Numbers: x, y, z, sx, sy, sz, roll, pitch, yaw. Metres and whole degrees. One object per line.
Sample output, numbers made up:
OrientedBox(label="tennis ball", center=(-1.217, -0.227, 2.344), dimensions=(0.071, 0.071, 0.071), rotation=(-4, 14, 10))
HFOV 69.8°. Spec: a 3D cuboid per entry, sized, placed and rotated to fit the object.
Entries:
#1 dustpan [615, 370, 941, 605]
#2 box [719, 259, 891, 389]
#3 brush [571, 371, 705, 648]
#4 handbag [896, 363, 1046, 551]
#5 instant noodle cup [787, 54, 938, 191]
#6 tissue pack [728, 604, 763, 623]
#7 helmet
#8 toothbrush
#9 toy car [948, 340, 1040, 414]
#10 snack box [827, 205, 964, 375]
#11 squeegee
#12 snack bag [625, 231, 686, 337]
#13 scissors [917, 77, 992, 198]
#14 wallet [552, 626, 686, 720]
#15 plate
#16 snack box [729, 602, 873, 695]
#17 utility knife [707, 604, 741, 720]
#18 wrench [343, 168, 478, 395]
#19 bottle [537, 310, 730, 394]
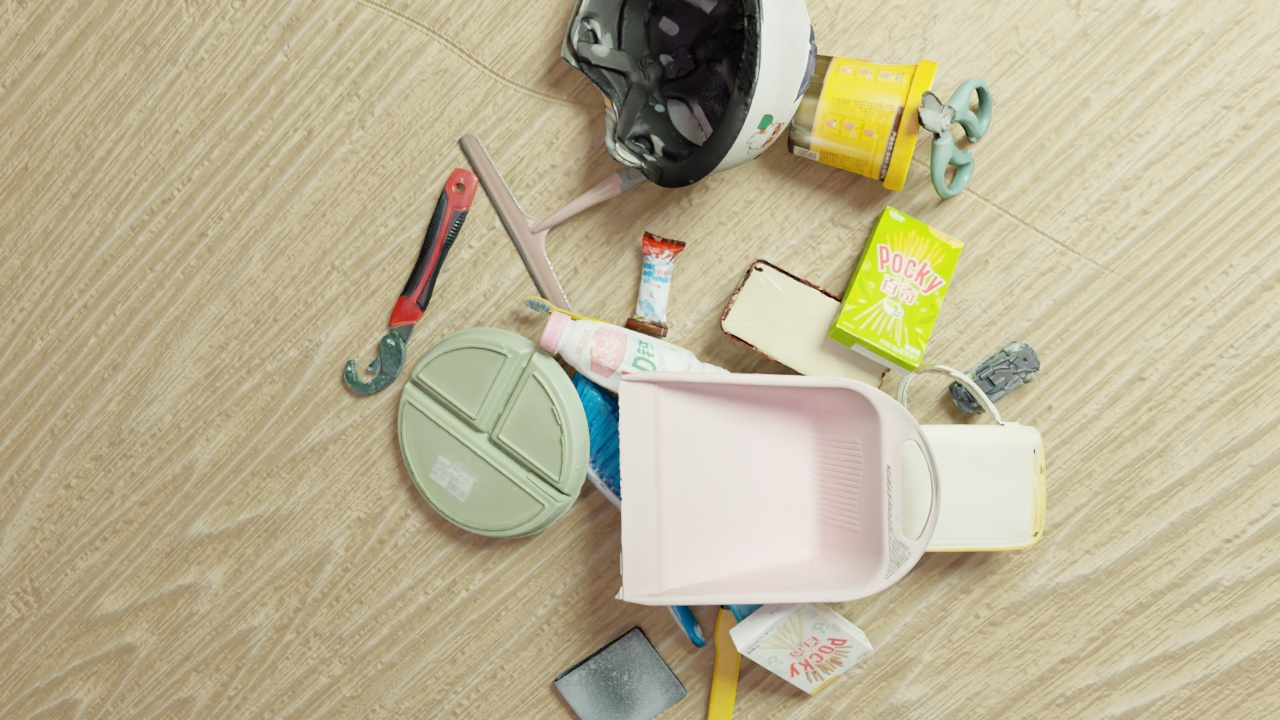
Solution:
OrientedBox(label="dustpan", center=(0.119, 0.115, 0.838), dimensions=(0.273, 0.139, 0.222), rotation=(-4, 91, -16))
OrientedBox(label="box", center=(0.166, -0.027, 0.906), dimensions=(0.168, 0.080, 0.091), rotation=(28, 99, 3))
OrientedBox(label="brush", center=(0.004, 0.157, 0.967), dimensions=(0.110, 0.060, 0.314), rotation=(-39, 92, 16))
OrientedBox(label="handbag", center=(0.303, 0.092, 0.893), dimensions=(0.163, 0.063, 0.179), rotation=(0, 95, -1))
OrientedBox(label="instant noodle cup", center=(0.205, -0.229, 0.859), dimensions=(0.114, 0.118, 0.118), rotation=(15, 99, 12))
OrientedBox(label="tissue pack", center=(0.120, 0.216, 0.951), dimensions=(0.090, 0.063, 0.140), rotation=(-30, 92, 2))
OrientedBox(label="helmet", center=(0.062, -0.286, 0.828), dimensions=(0.274, 0.156, 0.231), rotation=(58, 137, 25))
OrientedBox(label="toothbrush", center=(-0.031, -0.031, 0.949), dimensions=(0.191, 0.018, 0.016), rotation=(20, 109, -5))
OrientedBox(label="toy car", center=(0.351, 0.017, 0.911), dimensions=(0.091, 0.034, 0.043), rotation=(-36, 89, 9))
OrientedBox(label="snack box", center=(0.245, -0.069, 0.875), dimensions=(0.086, 0.026, 0.156), rotation=(28, 64, 2))
OrientedBox(label="squeegee", center=(-0.029, -0.177, 0.932), dimensions=(0.250, 0.040, 0.247), rotation=(-28, 93, 9))
OrientedBox(label="snack bag", center=(0.015, -0.078, 0.944), dimensions=(0.048, 0.026, 0.104), rotation=(13, 102, 1))
OrientedBox(label="scissors", center=(0.275, -0.190, 0.836), dimensions=(0.019, 0.185, 0.132), rotation=(24, 120, 34))
OrientedBox(label="wallet", center=(-0.022, 0.362, 1.016), dimensions=(0.121, 0.019, 0.097), rotation=(-35, 94, 9))
OrientedBox(label="plate", center=(-0.161, 0.080, 0.961), dimensions=(0.230, 0.027, 0.230), rotation=(4, 100, 22))
OrientedBox(label="snack box", center=(0.165, 0.285, 0.930), dimensions=(0.085, 0.027, 0.156), rotation=(-41, 129, 11))
OrientedBox(label="utility knife", center=(0.089, 0.347, 0.997), dimensions=(0.033, 0.015, 0.195), rotation=(8, 95, 5))
OrientedBox(label="wrench", center=(-0.242, -0.079, 0.984), dimensions=(0.056, 0.016, 0.274), rotation=(30, 101, 2))
OrientedBox(label="bottle", center=(-0.005, 0.005, 0.925), dimensions=(0.197, 0.068, 0.068), rotation=(24, 100, -5))
